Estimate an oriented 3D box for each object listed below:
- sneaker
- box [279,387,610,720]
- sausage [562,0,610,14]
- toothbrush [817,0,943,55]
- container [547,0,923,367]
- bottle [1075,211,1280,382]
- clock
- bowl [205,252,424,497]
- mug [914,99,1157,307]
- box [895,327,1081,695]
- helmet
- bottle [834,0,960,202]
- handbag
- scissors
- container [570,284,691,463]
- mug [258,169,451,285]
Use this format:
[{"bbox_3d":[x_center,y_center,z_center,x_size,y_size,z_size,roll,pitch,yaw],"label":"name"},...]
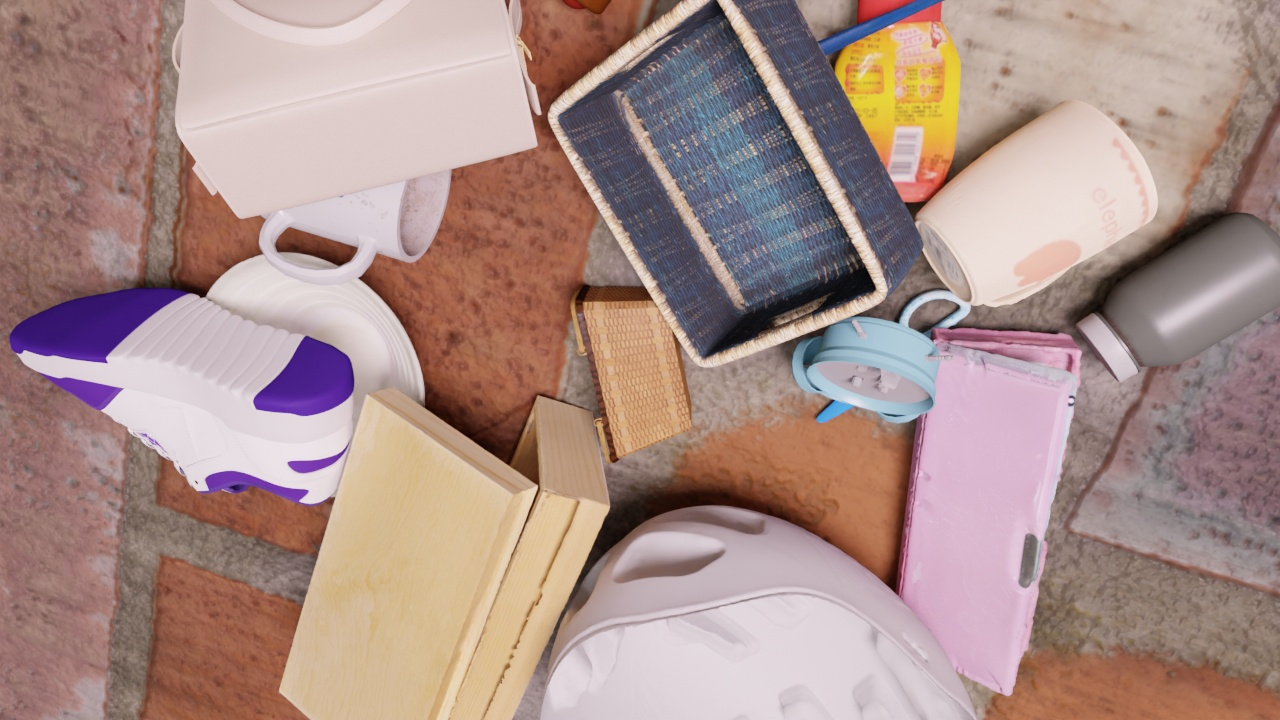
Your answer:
[{"bbox_3d":[-0.293,0.029,0.605,0.244,0.091,0.111,14,125,16],"label":"sneaker"},{"bbox_3d":[-0.124,0.157,0.619,0.179,0.142,0.249,8,115,-33],"label":"box"},{"bbox_3d":[0.002,-0.273,0.532,0.040,0.040,0.156,38,110,-3],"label":"sausage"},{"bbox_3d":[0.104,-0.181,0.517,0.190,0.016,0.017,-14,85,39],"label":"toothbrush"},{"bbox_3d":[0.054,-0.105,0.533,0.146,0.071,0.187,-23,103,43],"label":"container"},{"bbox_3d":[0.318,-0.035,0.538,0.109,0.060,0.060,-36,98,19],"label":"bottle"},{"bbox_3d":[0.135,0.011,0.552,0.087,0.123,0.042,20,74,0],"label":"clock"},{"bbox_3d":[-0.221,0.005,0.649,0.177,0.057,0.177,5,109,14],"label":"bowl"},{"bbox_3d":[0.221,-0.076,0.529,0.104,0.085,0.111,-31,140,4],"label":"mug"},{"bbox_3d":[0.217,0.101,0.584,0.099,0.080,0.233,5,112,7],"label":"box"},{"bbox_3d":[0.084,0.216,0.595,0.282,0.183,0.225,35,125,4],"label":"helmet"},{"bbox_3d":[0.148,-0.162,0.534,0.071,0.048,0.134,3,108,14],"label":"bottle"},{"bbox_3d":[-0.168,-0.198,0.530,0.194,0.101,0.197,-15,63,-4],"label":"handbag"},{"bbox_3d":[0.164,-0.003,0.601,0.131,0.018,0.109,1,106,9],"label":"scissors"},{"bbox_3d":[-0.004,0.004,0.612,0.061,0.063,0.114,-10,106,6],"label":"container"},{"bbox_3d":[-0.189,-0.101,0.585,0.096,0.083,0.119,17,66,5],"label":"mug"}]
